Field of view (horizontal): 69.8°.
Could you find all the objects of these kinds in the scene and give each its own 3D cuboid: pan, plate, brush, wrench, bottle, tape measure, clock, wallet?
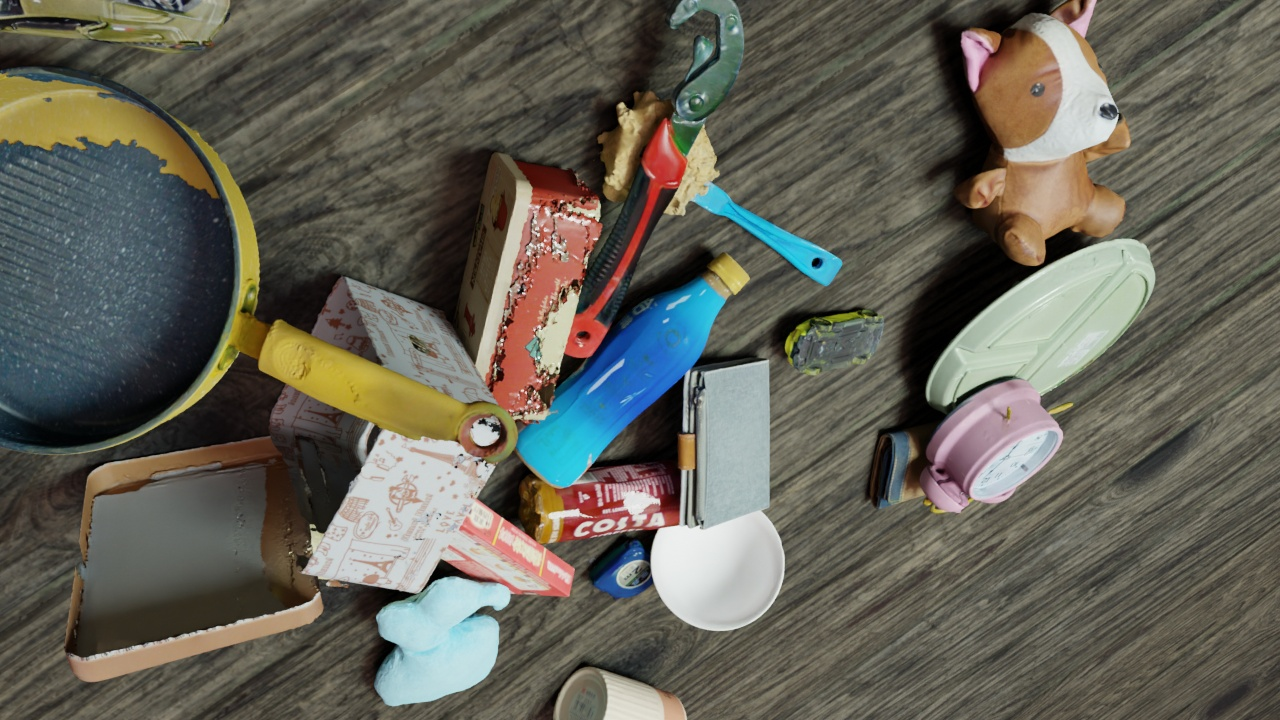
[{"bbox_3d":[-0.228,-0.023,0.468,0.357,0.078,0.198,20,94,-1],"label":"pan"},{"bbox_3d":[0.366,-0.018,0.837,0.230,0.027,0.231,-19,148,-13],"label":"plate"},{"bbox_3d":[0.068,-0.115,0.688,0.254,0.046,0.083,24,103,-38],"label":"brush"},{"bbox_3d":[0.002,-0.112,0.616,0.056,0.016,0.274,10,122,-23],"label":"wrench"},{"bbox_3d":[-0.012,0.116,0.770,0.174,0.057,0.058,-3,119,-24],"label":"bottle"},{"bbox_3d":[-0.004,0.004,0.702,0.219,0.065,0.065,-44,127,5],"label":"bottle"},{"bbox_3d":[-0.013,0.190,0.834,0.058,0.025,0.054,-42,129,8],"label":"tape measure"},{"bbox_3d":[0.326,0.091,0.867,0.117,0.059,0.159,-4,137,-32],"label":"clock"},{"bbox_3d":[0.287,0.101,0.921,0.115,0.033,0.090,-11,122,-24],"label":"wallet"},{"bbox_3d":[0.067,0.066,0.756,0.106,0.037,0.130,-8,101,-45],"label":"wallet"}]

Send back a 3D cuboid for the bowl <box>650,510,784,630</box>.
[{"bbox_3d":[0.068,0.185,0.836,0.118,0.118,0.065,-28,165,-8],"label":"bowl"}]

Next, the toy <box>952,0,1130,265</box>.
[{"bbox_3d":[0.315,-0.177,0.718,0.140,0.130,0.200,-23,116,-18],"label":"toy"}]

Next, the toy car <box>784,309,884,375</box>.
[{"bbox_3d":[0.167,-0.019,0.792,0.105,0.032,0.048,-10,122,-34],"label":"toy car"}]

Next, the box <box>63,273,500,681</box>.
[{"bbox_3d":[-0.215,0.074,0.576,0.270,0.179,0.134,-35,129,-4],"label":"box"}]

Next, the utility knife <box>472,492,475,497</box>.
[{"bbox_3d":[-0.131,0.089,0.677,0.031,0.021,0.205,13,149,-6],"label":"utility knife"}]

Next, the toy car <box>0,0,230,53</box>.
[{"bbox_3d":[-0.294,-0.196,0.464,0.158,0.042,0.070,-2,118,-22],"label":"toy car"}]

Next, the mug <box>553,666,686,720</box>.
[{"bbox_3d":[-0.031,0.356,0.898,0.115,0.081,0.106,-31,132,32],"label":"mug"}]

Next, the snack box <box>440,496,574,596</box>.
[{"bbox_3d":[-0.123,0.146,0.718,0.075,0.025,0.153,-7,144,31],"label":"snack box"}]

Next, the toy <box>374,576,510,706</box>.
[{"bbox_3d":[-0.166,0.238,0.769,0.161,0.049,0.156,-31,134,6],"label":"toy"}]

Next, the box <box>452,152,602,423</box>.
[{"bbox_3d":[-0.075,-0.045,0.624,0.076,0.091,0.169,6,116,-25],"label":"box"}]

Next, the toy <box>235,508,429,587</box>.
[{"bbox_3d":[-0.220,0.145,0.685,0.105,0.066,0.157,-51,141,13],"label":"toy"}]
